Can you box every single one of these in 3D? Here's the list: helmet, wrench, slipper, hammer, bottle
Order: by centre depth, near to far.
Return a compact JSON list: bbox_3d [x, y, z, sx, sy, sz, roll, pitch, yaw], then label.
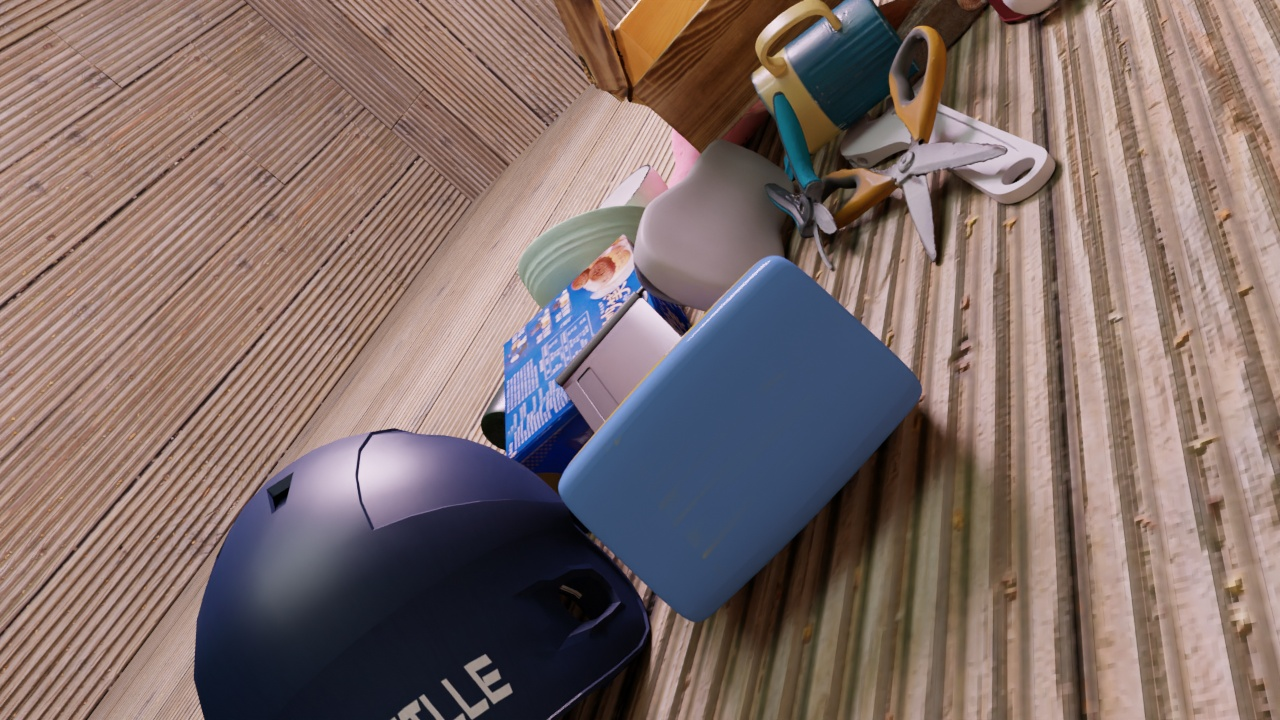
[{"bbox_3d":[-0.133,0.150,0.553,0.232,0.223,0.272,-46,-18,9],"label":"helmet"},{"bbox_3d":[0.201,-0.147,0.632,0.087,0.018,0.272,-43,20,16],"label":"wrench"},{"bbox_3d":[0.055,-0.095,0.737,0.081,0.113,0.265,-58,4,36],"label":"slipper"},{"bbox_3d":[0.221,-0.314,0.886,0.158,0.037,0.301,-50,18,-5],"label":"hammer"},{"bbox_3d":[-0.109,0.017,0.949,0.055,0.055,0.173,-35,22,36],"label":"bottle"}]

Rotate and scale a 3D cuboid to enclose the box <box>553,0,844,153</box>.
[{"bbox_3d":[-0.011,-0.388,0.850,0.284,0.323,0.278,-47,25,20],"label":"box"}]

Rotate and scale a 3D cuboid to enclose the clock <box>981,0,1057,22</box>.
[{"bbox_3d":[0.293,-0.294,0.664,0.096,0.048,0.137,-44,19,15],"label":"clock"}]

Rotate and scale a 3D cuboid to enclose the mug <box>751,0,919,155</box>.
[{"bbox_3d":[0.144,-0.233,0.717,0.107,0.113,0.083,-34,48,27],"label":"mug"}]

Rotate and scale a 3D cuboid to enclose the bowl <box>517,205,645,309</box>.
[{"bbox_3d":[-0.036,-0.077,0.884,0.151,0.150,0.077,-35,67,36],"label":"bowl"}]

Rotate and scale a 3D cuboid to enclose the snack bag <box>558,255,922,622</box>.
[{"bbox_3d":[0.052,0.034,0.503,0.159,0.102,0.205,-47,-4,5],"label":"snack bag"}]

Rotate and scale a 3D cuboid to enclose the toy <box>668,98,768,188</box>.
[{"bbox_3d":[0.084,-0.260,1.015,0.193,0.096,0.236,-27,40,58],"label":"toy"}]

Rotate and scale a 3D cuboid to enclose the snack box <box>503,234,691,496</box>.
[{"bbox_3d":[-0.035,0.002,0.748,0.155,0.069,0.202,-42,25,12],"label":"snack box"}]

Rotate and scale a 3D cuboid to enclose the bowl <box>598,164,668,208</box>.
[{"bbox_3d":[-0.006,-0.161,1.050,0.116,0.065,0.116,-43,19,18],"label":"bowl"}]

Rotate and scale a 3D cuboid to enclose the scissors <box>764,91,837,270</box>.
[{"bbox_3d":[0.117,-0.128,0.687,0.019,0.154,0.125,-9,-12,-7],"label":"scissors"}]

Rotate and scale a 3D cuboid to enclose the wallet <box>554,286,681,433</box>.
[{"bbox_3d":[-0.004,0.010,0.612,0.091,0.018,0.115,-48,44,6],"label":"wallet"}]

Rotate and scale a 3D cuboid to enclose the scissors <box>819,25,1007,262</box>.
[{"bbox_3d":[0.170,-0.131,0.625,0.217,0.016,0.224,-48,26,46],"label":"scissors"}]
